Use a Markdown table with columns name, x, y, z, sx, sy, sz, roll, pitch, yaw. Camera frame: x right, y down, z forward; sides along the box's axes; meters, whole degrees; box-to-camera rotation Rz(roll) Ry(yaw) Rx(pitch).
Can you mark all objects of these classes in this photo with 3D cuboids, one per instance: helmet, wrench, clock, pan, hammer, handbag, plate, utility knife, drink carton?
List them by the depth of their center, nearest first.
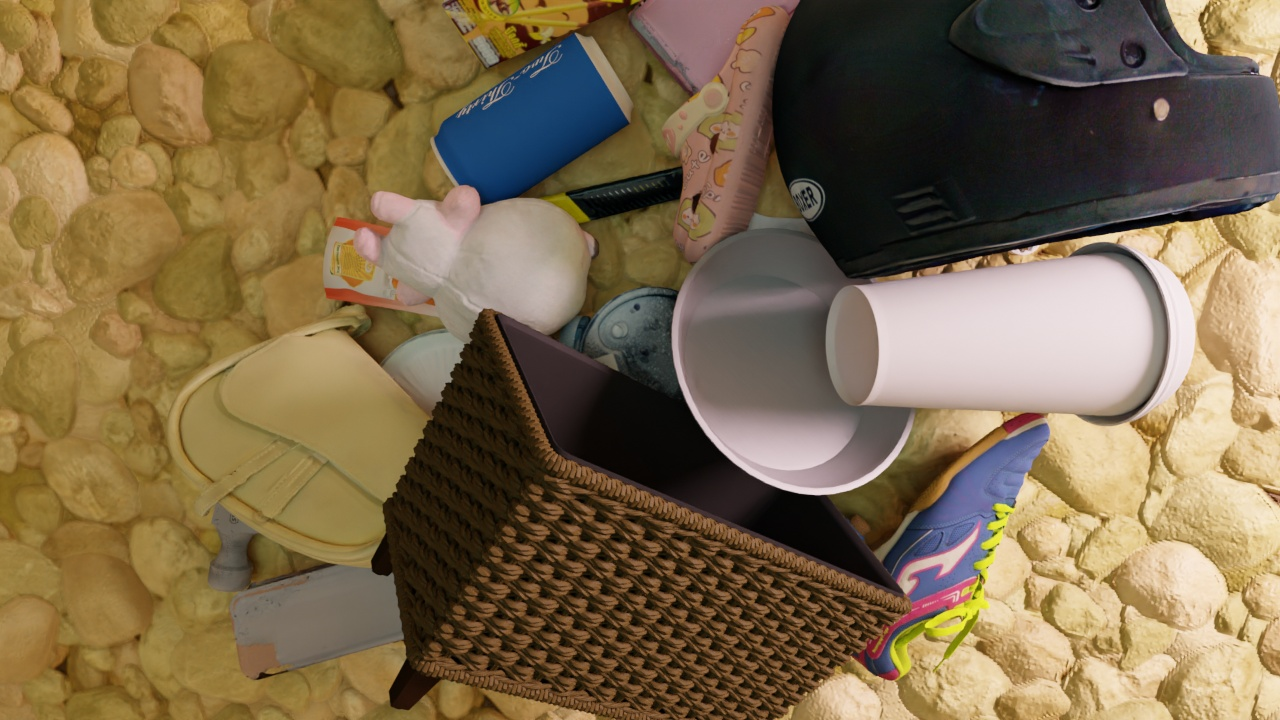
| name | x | y | z | sx | sy | sz | roll | pitch | yaw |
| --- | --- | --- | --- | --- | --- | --- | --- | --- | --- |
| helmet | 0.244 | -0.189 | 0.606 | 0.316 | 0.249 | 0.236 | -10 | 91 | -3 |
| pan | 0.184 | 0.004 | 0.694 | 0.356 | 0.051 | 0.200 | 4 | 71 | -21 |
| handbag | -0.242 | 0.067 | 0.715 | 0.233 | 0.088 | 0.190 | 40 | 84 | 18 |
| wrench | 0.181 | -0.103 | 0.737 | 0.273 | 0.009 | 0.047 | 2 | 97 | 4 |
| clock | -0.004 | 0.004 | 0.739 | 0.162 | 0.060 | 0.118 | -18 | 95 | 7 |
| utility knife | -0.007 | -0.134 | 0.742 | 0.213 | 0.020 | 0.029 | -11 | 113 | 4 |
| drink carton | -0.195 | -0.073 | 0.760 | 0.122 | 0.039 | 0.069 | 10 | 97 | -3 |
| plate | -0.157 | 0.051 | 0.764 | 0.157 | 0.014 | 0.157 | -1 | 85 | 6 |
| hammer | -0.210 | 0.156 | 0.787 | 0.312 | 0.035 | 0.139 | 12 | 96 | 2 |

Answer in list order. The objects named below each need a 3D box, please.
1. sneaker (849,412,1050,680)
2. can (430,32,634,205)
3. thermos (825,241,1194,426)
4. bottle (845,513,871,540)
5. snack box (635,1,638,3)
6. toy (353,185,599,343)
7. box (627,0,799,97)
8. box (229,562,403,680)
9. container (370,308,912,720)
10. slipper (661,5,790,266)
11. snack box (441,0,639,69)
| name | x | y | z | sx | sy | sz | roll | pitch | yaw |
| --- | --- | --- | --- | --- | --- | --- | --- | --- | --- |
| sneaker | 0.252 | 0.150 | 0.724 | 0.091 | 0.116 | 0.242 | 44 | 103 | 27 |
| can | -0.082 | -0.183 | 0.712 | 0.146 | 0.079 | 0.079 | -32 | 94 | 7 |
| thermos | 0.250 | -0.015 | 0.641 | 0.221 | 0.131 | 0.131 | -3 | 97 | -12 |
| bottle | 0.135 | 0.175 | 0.755 | 0.131 | 0.048 | 0.048 | -44 | 92 | 8 |
| snack box | -0.107 | -0.322 | 0.708 | 0.226 | 0.059 | 0.059 | 10 | 101 | 3 |
| toy | -0.126 | -0.073 | 0.701 | 0.179 | 0.101 | 0.139 | 22 | 128 | -20 |
| box | 0.103 | -0.309 | 0.704 | 0.233 | 0.037 | 0.098 | -40 | 92 | 7 |
| box | -0.223 | 0.197 | 0.749 | 0.216 | 0.063 | 0.081 | -15 | 83 | 4 |
| container | -0.014 | 0.145 | 0.639 | 0.320 | 0.176 | 0.205 | 27 | 107 | -33 |
| slipper | 0.054 | -0.168 | 0.686 | 0.081 | 0.093 | 0.197 | 20 | 106 | 15 |
| snack box | -0.069 | -0.271 | 0.675 | 0.149 | 0.025 | 0.061 | -14 | 135 | 25 |
